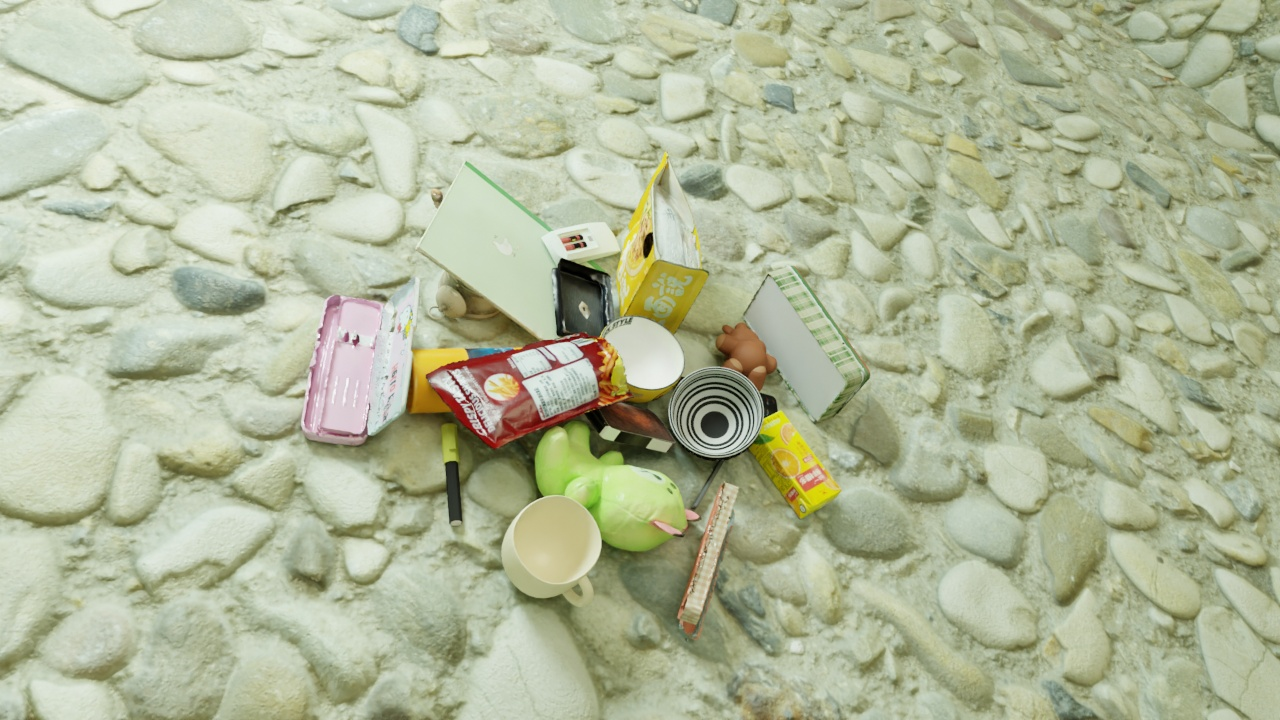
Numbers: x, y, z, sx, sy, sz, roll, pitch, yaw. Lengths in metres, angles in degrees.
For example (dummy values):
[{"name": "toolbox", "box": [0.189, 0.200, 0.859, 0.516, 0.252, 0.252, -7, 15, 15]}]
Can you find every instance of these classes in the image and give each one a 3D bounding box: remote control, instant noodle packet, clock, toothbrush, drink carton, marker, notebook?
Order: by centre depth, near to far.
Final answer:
[{"name": "marker", "box": [-0.216, 0.129, 1.053, 0.017, 0.021, 0.123, 2, 56, -21]}, {"name": "toothbrush", "box": [0.103, 0.131, 1.190, 0.013, 0.013, 0.166, 39, 50, -3]}, {"name": "clock", "box": [-0.224, -0.095, 1.193, 0.093, 0.055, 0.140, 38, 48, 6]}, {"name": "drink carton", "box": [0.198, 0.137, 1.207, 0.058, 0.043, 0.134, -23, 66, -31]}, {"name": "notebook", "box": [-0.161, -0.132, 1.216, 0.252, 0.010, 0.181, 37, 46, -23]}, {"name": "remote control", "box": [0.118, 0.054, 1.250, 0.151, 0.020, 0.041, 11, 51, -16]}, {"name": "instant noodle packet", "box": [0.016, -0.159, 1.271, 0.084, 0.163, 0.221, 6, 53, -17]}, {"name": "remote control", "box": [-0.079, -0.167, 1.292, 0.143, 0.024, 0.049, -23, 82, -52]}]

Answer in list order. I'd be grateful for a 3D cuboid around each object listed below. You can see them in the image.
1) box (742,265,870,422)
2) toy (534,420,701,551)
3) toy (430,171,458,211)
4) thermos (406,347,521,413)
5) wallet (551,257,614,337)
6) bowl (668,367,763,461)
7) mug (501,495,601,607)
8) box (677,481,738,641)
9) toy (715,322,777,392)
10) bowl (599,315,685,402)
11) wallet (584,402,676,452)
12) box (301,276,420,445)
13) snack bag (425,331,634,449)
[{"name": "box", "box": [0.229, -0.024, 1.292, 0.051, 0.118, 0.205, -18, 62, -27]}, {"name": "toy", "box": [-0.034, 0.156, 1.061, 0.197, 0.107, 0.150, 41, 10, 7]}, {"name": "toy", "box": [-0.245, -0.194, 1.243, 0.074, 0.085, 0.105, -7, 66, -2]}, {"name": "thermos", "box": [-0.165, 0.030, 1.116, 0.232, 0.076, 0.091, -1, 85, -24]}, {"name": "wallet", "box": [-0.078, -0.074, 1.234, 0.089, 0.026, 0.114, 16, 57, -38]}, {"name": "bowl", "box": [0.097, 0.075, 1.185, 0.120, 0.066, 0.120, -1, 70, 3]}, {"name": "mug", "box": [-0.094, 0.216, 0.989, 0.096, 0.100, 0.120, -32, 78, -30]}, {"name": "box", "box": [0.080, 0.232, 1.070, 0.041, 0.083, 0.186, 20, 51, 6]}, {"name": "toy", "box": [0.142, -0.011, 1.284, 0.095, 0.065, 0.127, 25, 25, -13]}, {"name": "bowl", "box": [-0.007, 0.007, 1.199, 0.117, 0.068, 0.117, 11, 52, -15]}, {"name": "wallet", "box": [-0.015, 0.077, 1.132, 0.123, 0.019, 0.072, 17, 24, -46]}, {"name": "box", "box": [-0.317, 0.003, 1.075, 0.146, 0.077, 0.201, -9, 54, 8]}, {"name": "snack bag", "box": [-0.121, 0.025, 1.044, 0.207, 0.067, 0.139, -15, 48, -33]}]
